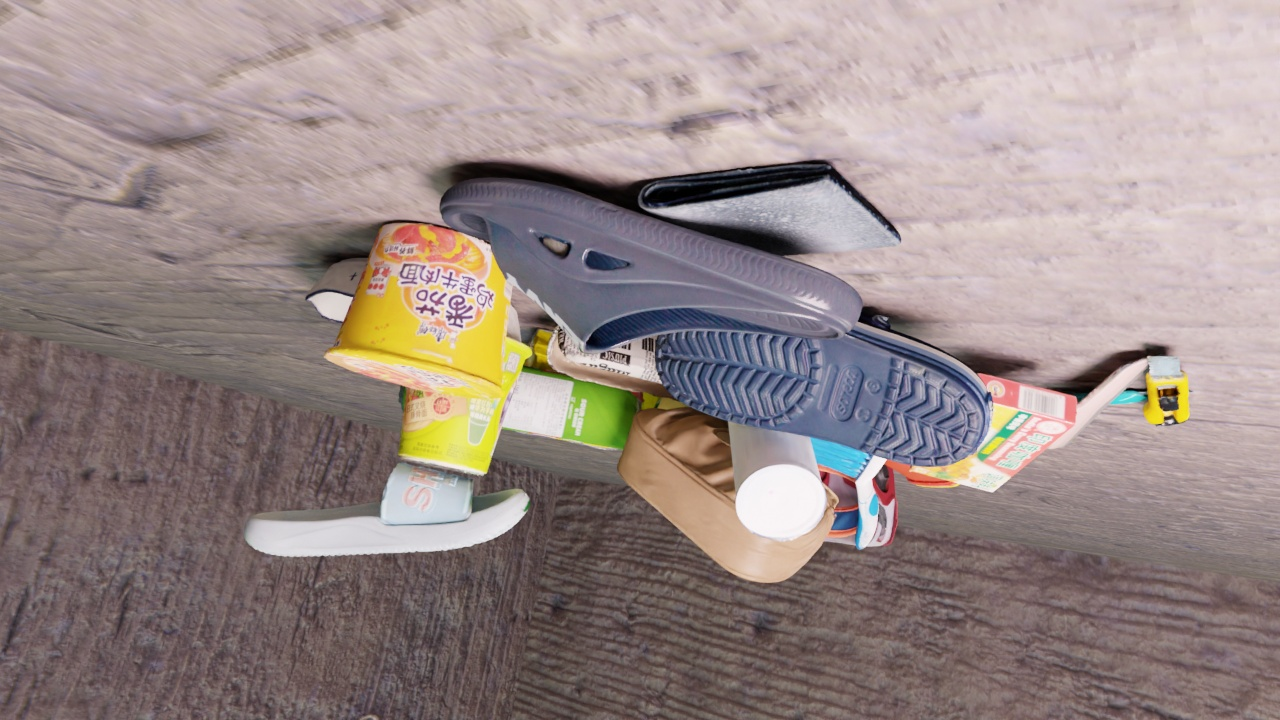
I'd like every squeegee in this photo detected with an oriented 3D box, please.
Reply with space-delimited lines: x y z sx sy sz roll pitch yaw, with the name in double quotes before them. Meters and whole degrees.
"squeegee" 0.264 0.028 0.778 0.250 0.040 0.248 12 164 15

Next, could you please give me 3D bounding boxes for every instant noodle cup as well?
"instant noodle cup" -0.165 0.038 0.828 0.112 0.123 0.112 11 168 2
"instant noodle cup" -0.163 -0.038 0.716 0.138 0.109 0.138 10 169 2

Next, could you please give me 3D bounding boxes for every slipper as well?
"slipper" -0.007 -0.041 0.551 0.268 0.083 0.110 17 175 12
"slipper" 0.135 0.002 0.685 0.253 0.105 0.095 16 -156 24
"slipper" -0.221 0.127 0.808 0.245 0.074 0.104 -4 179 -6

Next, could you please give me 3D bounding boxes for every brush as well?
"brush" 0.198 0.104 0.863 0.109 0.060 0.315 24 153 11

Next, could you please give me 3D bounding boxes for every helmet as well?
"helmet" 0.182 0.108 1.038 0.207 0.143 0.240 -3 145 26

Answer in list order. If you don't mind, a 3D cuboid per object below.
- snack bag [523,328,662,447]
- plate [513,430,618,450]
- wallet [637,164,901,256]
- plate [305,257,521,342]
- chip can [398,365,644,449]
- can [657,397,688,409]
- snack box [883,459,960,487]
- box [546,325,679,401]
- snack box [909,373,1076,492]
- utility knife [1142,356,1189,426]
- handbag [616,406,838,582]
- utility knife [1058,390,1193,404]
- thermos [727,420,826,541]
"snack bag" -0.066 0.041 1.058 0.158 0.068 0.247 13 160 -11
"plate" -0.101 0.064 1.233 0.163 0.034 0.164 12 -162 -9
"wallet" 0.073 -0.080 0.516 0.121 0.019 0.097 1 167 38
"plate" -0.210 -0.049 0.877 0.205 0.045 0.205 12 169 2
"chip can" -0.117 0.038 0.923 0.236 0.072 0.072 10 169 -4
"can" 0.063 0.058 1.114 0.083 0.057 0.102 24 163 -40
"snack box" 0.271 0.068 0.881 0.080 0.091 0.082 23 165 -21
"box" -0.005 0.005 0.859 0.162 0.076 0.086 16 -162 -13
"snack box" 0.283 0.063 0.753 0.077 0.027 0.156 14 153 4
"utility knife" 0.397 0.026 0.695 0.033 0.015 0.202 -11 159 28
"handbag" 0.082 0.109 0.849 0.204 0.100 0.147 36 -154 33
"utility knife" 0.375 0.033 0.790 0.029 0.013 0.183 17 165 -37
"thermos" 0.105 0.055 0.768 0.073 0.073 0.223 12 -155 -3
